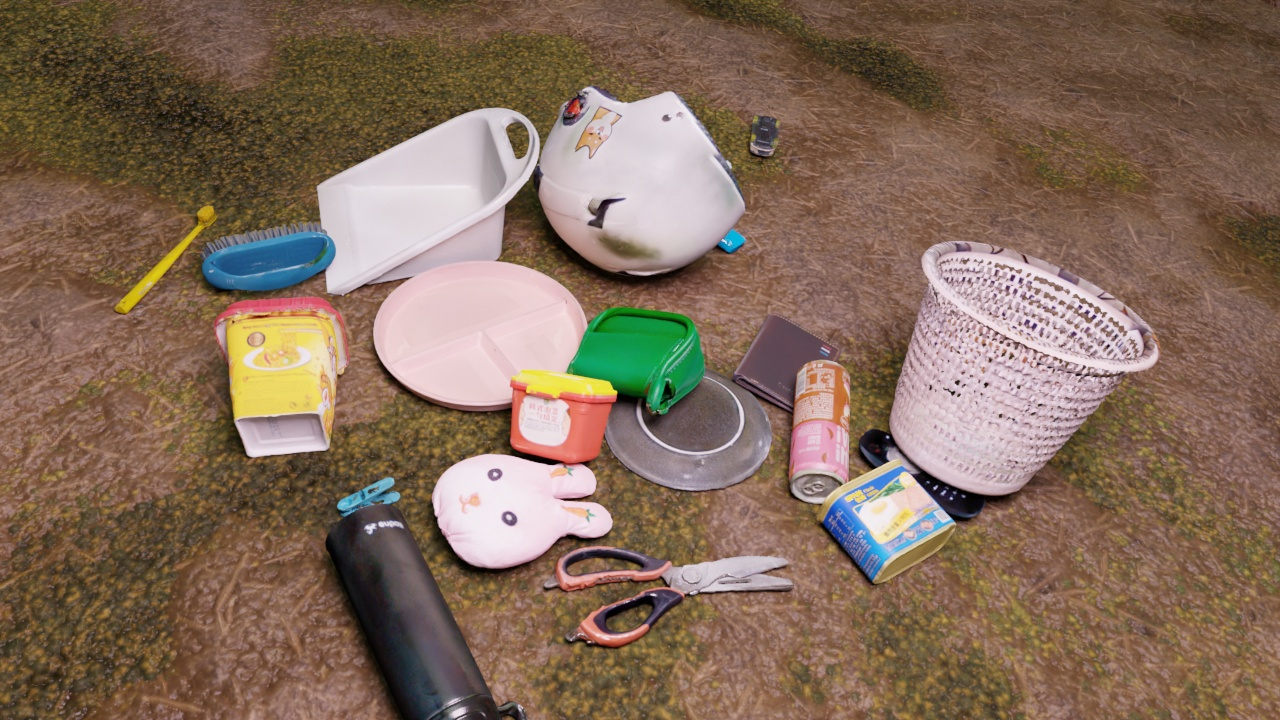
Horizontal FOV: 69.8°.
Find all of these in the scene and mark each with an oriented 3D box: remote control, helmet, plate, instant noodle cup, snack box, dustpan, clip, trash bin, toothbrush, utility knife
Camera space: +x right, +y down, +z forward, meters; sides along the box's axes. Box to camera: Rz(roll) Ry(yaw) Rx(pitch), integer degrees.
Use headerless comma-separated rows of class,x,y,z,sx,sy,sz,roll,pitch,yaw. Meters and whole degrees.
remote control,0.283,0.118,0.934,0.136,0.024,0.053,34,46,25
helmet,-0.023,-0.186,1.069,0.274,0.230,0.156,14,60,39
plate,0.050,0.060,0.955,0.179,0.024,0.179,5,44,-5
instant noodle cup,-0.341,0.018,0.877,0.116,0.116,0.123,-4,57,-14
snack box,-0.078,0.053,0.883,0.091,0.080,0.082,10,2,23
plate,-0.173,-0.029,1.005,0.229,0.028,0.229,4,45,-4
dustpan,-0.254,-0.213,1.100,0.257,0.143,0.222,-6,46,-18
clip,-0.249,0.127,0.839,0.055,0.038,0.013,-21,50,-15
trash bin,0.352,0.017,0.910,0.227,0.193,0.227,12,32,-8
toothbrush,-0.537,-0.119,1.043,0.016,0.017,0.189,12,44,4
utility knife,0.041,-0.206,1.181,0.216,0.018,0.034,34,51,-2

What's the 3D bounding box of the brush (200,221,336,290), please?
brush,-0.412,-0.110,1.027,0.143,0.055,0.073,-17,49,-24

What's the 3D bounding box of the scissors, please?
scissors,0.030,0.205,0.811,0.203,0.015,0.203,26,45,17

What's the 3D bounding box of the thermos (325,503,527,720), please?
thermos,-0.167,0.226,0.729,0.089,0.069,0.242,10,34,-50

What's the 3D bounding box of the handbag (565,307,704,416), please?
handbag,-0.006,0.006,0.950,0.131,0.068,0.119,11,49,30

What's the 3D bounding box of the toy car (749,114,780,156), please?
toy car,0.184,-0.333,1.370,0.042,0.035,0.090,10,44,2

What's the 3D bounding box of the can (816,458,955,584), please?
can,0.233,0.153,0.869,0.102,0.057,0.083,-20,54,-26

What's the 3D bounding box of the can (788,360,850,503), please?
can,0.183,0.070,0.934,0.058,0.058,0.147,11,50,2

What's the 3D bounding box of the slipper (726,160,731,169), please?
slipper,0.001,-0.276,1.232,0.245,0.074,0.104,8,11,3

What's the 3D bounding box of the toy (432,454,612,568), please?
toy,-0.107,0.132,0.838,0.159,0.054,0.121,-6,46,-26

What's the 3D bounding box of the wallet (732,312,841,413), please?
wallet,0.166,0.005,1.030,0.096,0.020,0.122,28,47,7
